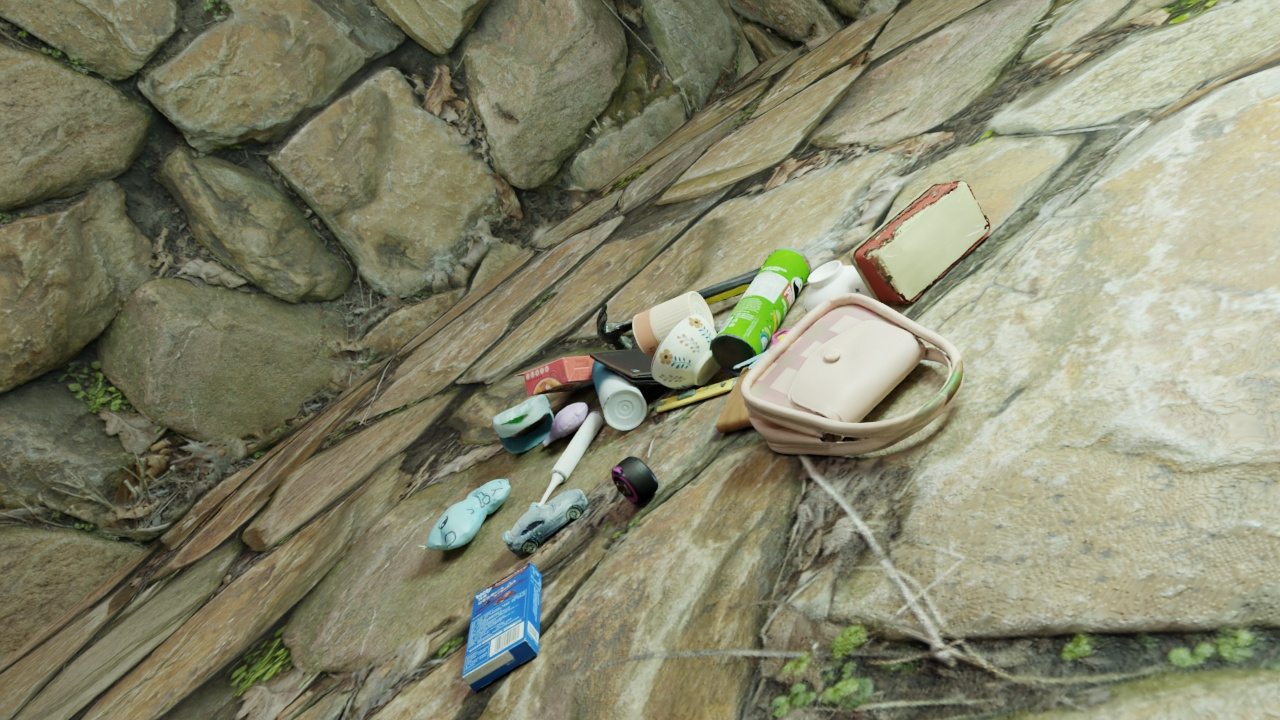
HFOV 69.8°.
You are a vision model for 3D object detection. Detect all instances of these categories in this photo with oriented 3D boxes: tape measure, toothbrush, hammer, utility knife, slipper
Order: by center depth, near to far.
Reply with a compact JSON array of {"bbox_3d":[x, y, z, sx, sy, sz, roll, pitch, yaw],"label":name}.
[{"bbox_3d":[-0.009,0.147,1.116,0.039,0.057,0.058,-39,3,-23],"label":"tape measure"},{"bbox_3d":[0.083,0.048,1.281,0.173,0.019,0.030,-15,32,36],"label":"utility knife"},{"bbox_3d":[-0.106,0.149,1.329,0.026,0.027,0.220,8,37,20],"label":"toothbrush"},{"bbox_3d":[-0.186,0.106,1.491,0.104,0.074,0.245,-27,1,-5],"label":"slipper"},{"bbox_3d":[0.069,-0.092,1.525,0.324,0.126,0.031,-19,58,24],"label":"hammer"}]

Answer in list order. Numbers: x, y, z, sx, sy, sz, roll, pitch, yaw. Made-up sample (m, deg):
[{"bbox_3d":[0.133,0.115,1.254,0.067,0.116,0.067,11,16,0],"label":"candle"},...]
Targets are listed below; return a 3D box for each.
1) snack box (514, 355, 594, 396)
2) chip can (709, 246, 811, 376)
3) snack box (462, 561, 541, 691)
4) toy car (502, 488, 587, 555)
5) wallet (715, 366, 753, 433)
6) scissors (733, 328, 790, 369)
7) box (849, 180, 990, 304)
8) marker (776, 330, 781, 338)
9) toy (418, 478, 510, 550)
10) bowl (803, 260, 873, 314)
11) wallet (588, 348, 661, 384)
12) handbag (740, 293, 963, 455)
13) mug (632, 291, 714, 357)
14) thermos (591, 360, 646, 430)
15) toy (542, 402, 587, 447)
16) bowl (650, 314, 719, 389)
[{"bbox_3d":[-0.130,0.028,1.563,0.127,0.044,0.113,-19,-9,40],"label":"snack box"},{"bbox_3d":[0.175,-0.075,1.322,0.072,0.072,0.235,-18,25,42],"label":"chip can"},{"bbox_3d":[-0.154,0.298,1.042,0.084,0.026,0.157,-32,18,7],"label":"snack box"},{"bbox_3d":[-0.125,0.208,1.202,0.120,0.037,0.054,-34,18,-7],"label":"toy car"},{"bbox_3d":[0.153,0.039,1.143,0.101,0.020,0.115,-17,33,40],"label":"wallet"},{"bbox_3d":[0.182,-0.015,1.197,0.096,0.017,0.136,-6,19,40],"label":"scissors"},{"bbox_3d":[0.360,-0.152,1.163,0.168,0.091,0.079,-40,16,-14],"label":"box"},{"bbox_3d":[0.189,-0.013,1.241,0.018,0.015,0.123,-23,18,21],"label":"marker"},{"bbox_3d":[-0.257,0.230,1.355,0.156,0.050,0.161,-35,13,-8],"label":"toy"},{"bbox_3d":[0.262,-0.094,1.234,0.118,0.065,0.118,-31,18,11],"label":"bowl"},{"bbox_3d":[-0.008,0.008,1.393,0.096,0.020,0.122,0,17,-36],"label":"wallet"},{"bbox_3d":[0.238,0.024,0.977,0.193,0.093,0.234,-42,27,-17],"label":"handbag"},{"bbox_3d":[0.061,-0.056,1.484,0.106,0.081,0.114,-23,-8,27],"label":"mug"},{"bbox_3d":[-0.037,0.040,1.417,0.070,0.070,0.220,-34,19,3],"label":"thermos"},{"bbox_3d":[-0.115,0.096,1.436,0.083,0.039,0.108,-47,5,-24],"label":"toy"},{"bbox_3d":[0.075,-0.003,1.304,0.062,0.114,0.113,35,64,26],"label":"bowl"}]
